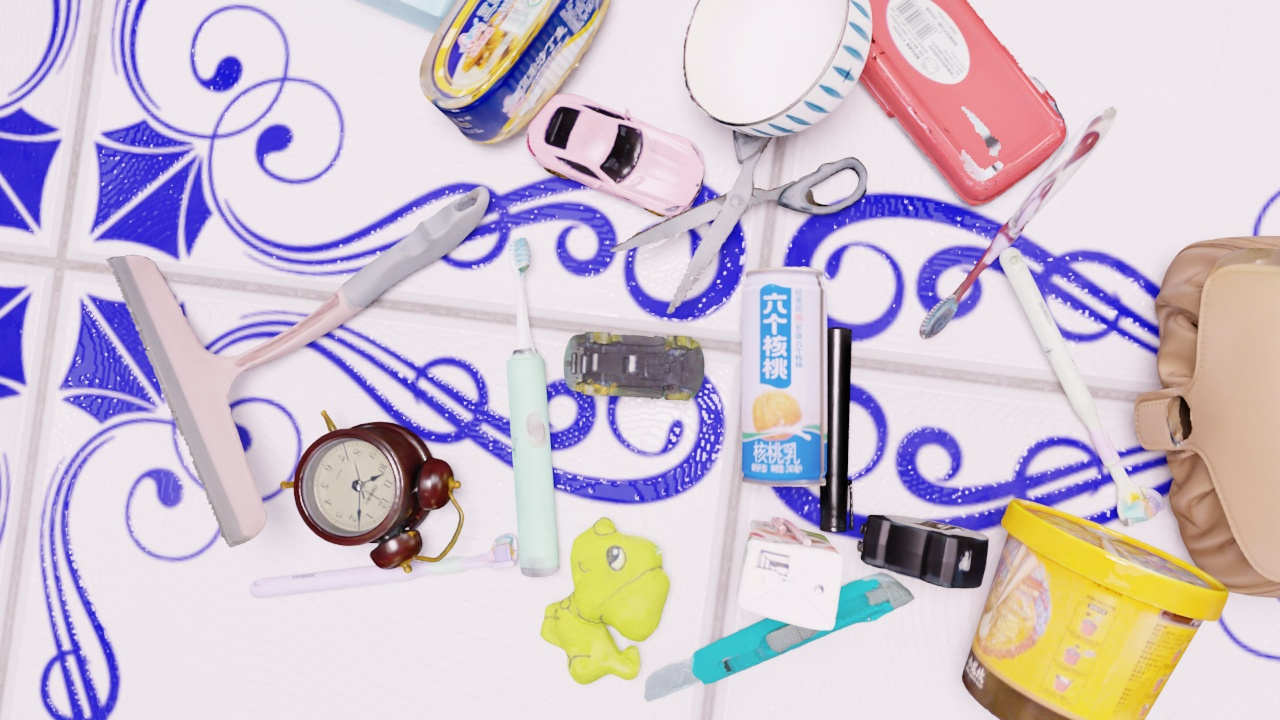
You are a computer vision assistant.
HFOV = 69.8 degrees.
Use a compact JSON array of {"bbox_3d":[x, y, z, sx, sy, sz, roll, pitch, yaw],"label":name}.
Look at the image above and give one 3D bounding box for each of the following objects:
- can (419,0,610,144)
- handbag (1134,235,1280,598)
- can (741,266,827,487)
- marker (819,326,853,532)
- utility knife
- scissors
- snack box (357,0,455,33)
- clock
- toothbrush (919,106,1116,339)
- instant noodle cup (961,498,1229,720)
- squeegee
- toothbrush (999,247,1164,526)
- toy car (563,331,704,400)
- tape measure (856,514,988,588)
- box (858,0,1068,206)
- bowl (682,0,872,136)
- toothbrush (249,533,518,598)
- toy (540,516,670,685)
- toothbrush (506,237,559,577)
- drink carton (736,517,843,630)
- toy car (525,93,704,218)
[{"bbox_3d":[-0.080,-0.214,0.594,0.074,0.049,0.148,36,90,27],"label":"can"},{"bbox_3d":[0.343,0.029,0.505,0.100,0.148,0.204,-4,83,4],"label":"handbag"},{"bbox_3d":[0.091,0.010,0.579,0.053,0.053,0.134,0,88,6],"label":"can"},{"bbox_3d":[0.127,0.044,0.591,0.022,0.020,0.132,0,88,21],"label":"marker"},{"bbox_3d":[0.086,0.181,0.593,0.187,0.013,0.029,-25,85,5],"label":"utility knife"},{"bbox_3d":[0.066,-0.107,0.587,0.177,0.014,0.159,0,77,-6],"label":"scissors"},{"bbox_3d":[-0.187,-0.286,0.619,0.175,0.051,0.074,24,91,6],"label":"snack box"},{"bbox_3d":[-0.170,0.087,0.602,0.122,0.055,0.082,30,91,9],"label":"clock"},{"bbox_3d":[0.241,-0.088,0.585,0.016,0.017,0.187,40,93,5],"label":"toothbrush"},{"bbox_3d":[0.253,0.156,0.530,0.118,0.118,0.114,20,97,6],"label":"instant noodle cup"},{"bbox_3d":[-0.204,-0.040,0.617,0.249,0.040,0.247,-33,65,-3],"label":"squeegee"},{"bbox_3d":[0.271,0.014,0.571,0.029,0.020,0.189,-27,90,0],"label":"toothbrush"},{"bbox_3d":[-0.004,0.003,0.597,0.091,0.036,0.043,4,87,7],"label":"toy car"},{"bbox_3d":[0.176,0.115,0.559,0.066,0.066,0.033,10,89,47],"label":"tape measure"},{"bbox_3d":[0.185,-0.196,0.587,0.086,0.047,0.201,-37,85,3],"label":"box"},{"bbox_3d":[0.090,-0.189,0.557,0.117,0.066,0.116,-8,78,41],"label":"bowl"},{"bbox_3d":[-0.176,0.142,0.620,0.189,0.029,0.021,-10,124,7],"label":"toothbrush"},{"bbox_3d":[-0.020,0.158,0.597,0.100,0.031,0.096,-37,85,8],"label":"toy"},{"bbox_3d":[-0.074,0.030,0.609,0.026,0.027,0.224,-3,87,-31],"label":"toothbrush"},{"bbox_3d":[0.087,0.121,0.542,0.053,0.122,0.045,11,87,8],"label":"drink carton"},{"bbox_3d":[-0.016,-0.137,0.604,0.122,0.037,0.056,22,92,5],"label":"toy car"}]
